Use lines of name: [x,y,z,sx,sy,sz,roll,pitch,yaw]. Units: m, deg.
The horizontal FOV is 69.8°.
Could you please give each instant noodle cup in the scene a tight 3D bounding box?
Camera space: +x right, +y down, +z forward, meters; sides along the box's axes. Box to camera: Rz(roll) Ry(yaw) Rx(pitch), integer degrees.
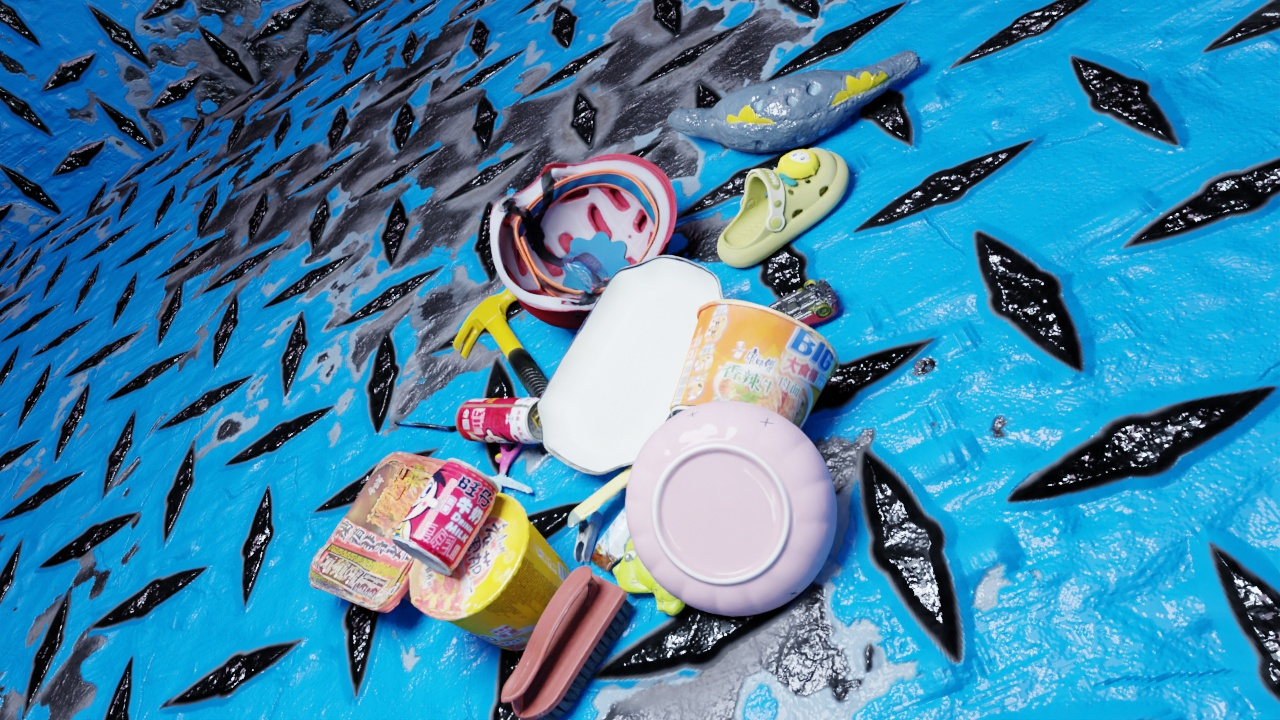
instant noodle cup: [-0.275,0.201,1.058,0.165,0.079,0.188,6,58,40]
instant noodle cup: [-0.142,0.217,0.918,0.138,0.110,0.137,-20,44,20]
instant noodle cup: [0.104,0.026,0.896,0.152,0.151,0.111,9,66,41]

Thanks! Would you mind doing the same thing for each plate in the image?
plate: [-0.006,0.006,1.018,0.162,0.034,0.265,23,77,32]
plate: [0.073,0.132,0.804,0.193,0.039,0.192,0,90,18]

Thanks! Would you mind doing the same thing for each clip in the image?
clip: [-0.057,0.184,0.954,0.043,0.027,0.058,-7,52,22]

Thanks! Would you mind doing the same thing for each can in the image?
can: [-0.159,0.071,1.086,0.133,0.053,0.053,-3,51,43]
can: [-0.184,0.148,0.877,0.067,0.066,0.093,8,57,41]

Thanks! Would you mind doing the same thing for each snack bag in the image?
snack bag: [-0.012,0.167,0.934,0.104,0.026,0.048,-50,26,-15]

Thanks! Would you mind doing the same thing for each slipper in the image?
slipper: [0.164,-0.192,1.101,0.190,0.081,0.091,-41,42,0]

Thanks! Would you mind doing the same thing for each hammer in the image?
hammer: [-0.161,-0.004,1.202,0.129,0.033,0.300,-40,40,-1]

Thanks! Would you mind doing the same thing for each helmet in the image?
helmet: [-0.065,-0.140,1.166,0.239,0.144,0.207,-34,69,-12]

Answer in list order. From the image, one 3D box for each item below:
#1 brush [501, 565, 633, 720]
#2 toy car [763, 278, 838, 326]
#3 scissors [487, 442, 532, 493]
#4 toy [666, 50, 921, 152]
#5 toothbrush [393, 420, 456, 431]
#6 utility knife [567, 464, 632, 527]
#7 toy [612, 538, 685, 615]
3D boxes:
brush: [-0.074,0.265,0.854,0.063,0.069,0.145,13,61,44]
toy car: [0.164,-0.049,1.001,0.106,0.031,0.049,-27,41,12]
scissors: [-0.174,0.140,1.086,0.130,0.017,0.133,-18,42,21]
toy: [0.182,-0.332,1.211,0.357,0.091,0.137,-5,38,31]
toothbrush: [-0.265,0.089,1.207,0.190,0.014,0.016,1,77,38]
utility knife: [-0.003,0.113,0.966,0.190,0.020,0.031,-40,26,-12]
toy: [0.023,0.198,0.876,0.097,0.031,0.100,-35,44,5]
